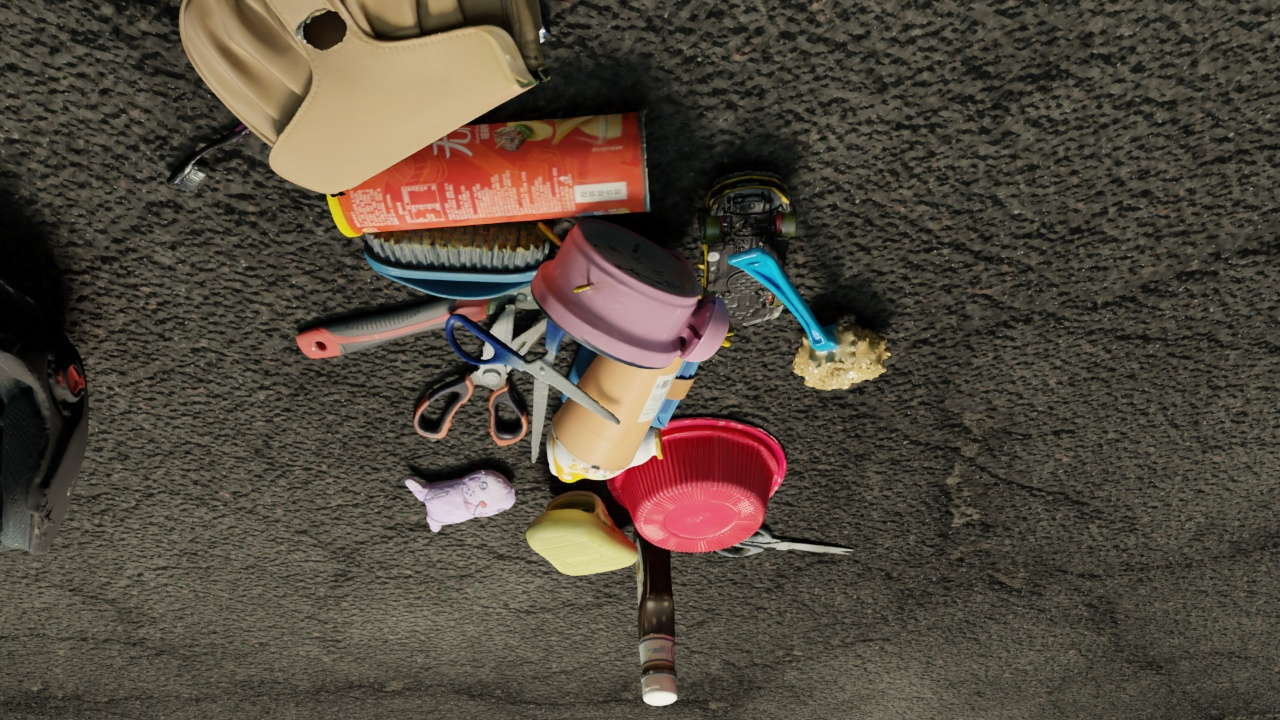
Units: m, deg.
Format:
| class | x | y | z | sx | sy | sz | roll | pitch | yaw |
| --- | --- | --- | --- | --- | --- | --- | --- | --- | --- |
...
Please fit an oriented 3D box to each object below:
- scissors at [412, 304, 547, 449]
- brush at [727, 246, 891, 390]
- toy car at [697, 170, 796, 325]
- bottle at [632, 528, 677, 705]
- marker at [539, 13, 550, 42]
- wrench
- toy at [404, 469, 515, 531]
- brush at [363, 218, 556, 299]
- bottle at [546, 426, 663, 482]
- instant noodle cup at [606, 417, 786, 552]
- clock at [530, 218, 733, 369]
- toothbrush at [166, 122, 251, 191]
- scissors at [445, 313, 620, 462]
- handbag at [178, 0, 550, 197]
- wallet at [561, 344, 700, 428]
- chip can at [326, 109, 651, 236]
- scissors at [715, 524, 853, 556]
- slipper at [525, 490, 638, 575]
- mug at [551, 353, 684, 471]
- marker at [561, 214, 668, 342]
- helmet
| class | x | y | z | sx | sy | sz | roll | pitch | yaw |
| --- | --- | --- | --- | --- | --- | --- | --- | --- | --- |
| scissors | -0.135 | 0.024 | 0.839 | 0.196 | 0.015 | 0.216 | -12 | 140 | 15 |
| brush | 0.133 | -0.032 | 0.734 | 0.083 | 0.045 | 0.254 | -13 | 152 | 27 |
| toy car | 0.080 | -0.082 | 0.715 | 0.071 | 0.041 | 0.156 | -4 | 145 | 1 |
| bottle | 0.017 | 0.274 | 1.002 | 0.044 | 0.194 | 0.080 | 2 | 139 | -5 |
| marker | -0.118 | -0.193 | 0.599 | 0.131 | 0.018 | 0.022 | -20 | 126 | 20 |
| wrench | -0.165 | -0.043 | 0.768 | 0.274 | 0.016 | 0.056 | -15 | 134 | 14 |
| toy | -0.184 | 0.141 | 0.960 | 0.108 | 0.038 | 0.084 | -11 | 129 | 12 |
| brush | -0.136 | -0.079 | 0.698 | 0.144 | 0.055 | 0.074 | 1 | 138 | -5 |
| bottle | -0.033 | 0.082 | 0.881 | 0.108 | 0.063 | 0.063 | -6 | 139 | 5 |
| instant noodle cup | 0.058 | 0.140 | 0.951 | 0.194 | 0.065 | 0.194 | 0 | 138 | -1 |
| clock | 0.001 | -0.047 | 0.663 | 0.158 | 0.117 | 0.060 | 16 | 116 | -35 |
| toothbrush | -0.261 | -0.165 | 0.628 | 0.190 | 0.014 | 0.017 | -26 | 143 | 24 |
| scissors | -0.086 | -0.002 | 0.739 | 0.162 | 0.012 | 0.173 | 12 | 103 | 17 |
| handbag | -0.157 | -0.189 | 0.523 | 0.205 | 0.099 | 0.148 | -23 | 110 | 21 |
| wallet | -0.005 | 0.005 | 0.816 | 0.106 | 0.040 | 0.133 | 14 | 136 | -11 |
| chip can | -0.102 | -0.129 | 0.631 | 0.216 | 0.073 | 0.073 | -4 | 139 | 2 |
| scissors | 0.168 | 0.222 | 1.092 | 0.137 | 0.014 | 0.174 | -29 | 135 | 25 |
| slipper | -0.060 | 0.176 | 0.973 | 0.092 | 0.081 | 0.190 | -9 | 156 | 13 |
| mug | -0.013 | 0.023 | 0.758 | 0.078 | 0.078 | 0.123 | 18 | 122 | -22 |
| marker | -0.025 | -0.063 | 0.736 | 0.022 | 0.020 | 0.132 | 25 | 123 | -29 |
| helmet | -0.539 | 0.029 | 0.677 | 0.233 | 0.230 | 0.275 | 4 | 129 | -21 |
